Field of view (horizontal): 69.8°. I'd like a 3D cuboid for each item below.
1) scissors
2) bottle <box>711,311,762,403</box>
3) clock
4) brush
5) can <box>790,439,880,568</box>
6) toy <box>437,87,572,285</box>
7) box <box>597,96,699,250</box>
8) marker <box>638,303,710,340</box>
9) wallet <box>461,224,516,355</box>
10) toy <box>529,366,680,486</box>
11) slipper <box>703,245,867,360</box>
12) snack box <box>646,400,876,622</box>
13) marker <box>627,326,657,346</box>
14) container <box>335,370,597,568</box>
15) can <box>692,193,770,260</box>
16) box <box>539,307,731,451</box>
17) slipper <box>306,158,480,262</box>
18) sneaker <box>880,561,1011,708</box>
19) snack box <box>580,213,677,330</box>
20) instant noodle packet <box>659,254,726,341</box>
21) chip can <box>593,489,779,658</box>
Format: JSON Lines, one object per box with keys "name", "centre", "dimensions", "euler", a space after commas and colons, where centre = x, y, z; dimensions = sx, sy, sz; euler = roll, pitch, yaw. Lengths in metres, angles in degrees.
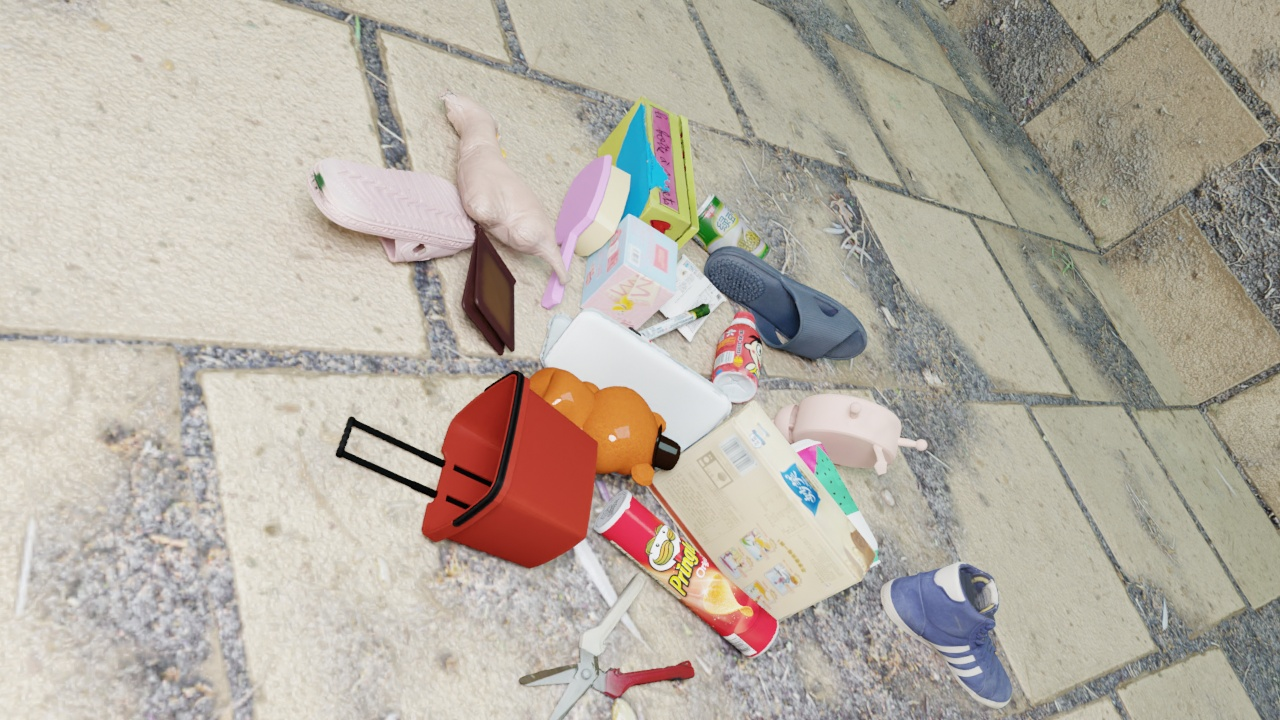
{"name": "scissors", "centre": [-0.024, 0.273, 0.857], "dimensions": [0.196, 0.015, 0.179], "euler": [27, 45, -25]}
{"name": "bottle", "centre": [0.129, -0.011, 1.201], "dimensions": [0.062, 0.062, 0.137], "euler": [34, 42, -18]}
{"name": "clock", "centre": [0.257, 0.101, 1.165], "dimensions": [0.131, 0.161, 0.086], "euler": [28, 74, -26]}
{"name": "brush", "centre": [-0.070, -0.150, 1.116], "dimensions": [0.043, 0.089, 0.228], "euler": [32, 53, -28]}
{"name": "can", "centre": [0.213, 0.182, 1.098], "dimensions": [0.088, 0.088, 0.165], "euler": [-8, 65, -47]}
{"name": "toy", "centre": [-0.163, -0.211, 1.077], "dimensions": [0.196, 0.065, 0.264], "euler": [43, 18, -34]}
{"name": "box", "centre": [0.007, -0.228, 1.217], "dimensions": [0.082, 0.125, 0.220], "euler": [19, 46, -29]}
{"name": "marker", "centre": [0.034, -0.043, 1.149], "dimensions": [0.146, 0.017, 0.017], "euler": [-24, 77, -38]}
{"name": "wallet", "centre": [-0.159, -0.075, 0.981], "dimensions": [0.091, 0.018, 0.115], "euler": [59, 21, -46]}
{"name": "toy", "centre": [-0.042, 0.068, 0.948], "dimensions": [0.176, 0.096, 0.111], "euler": [16, 42, 4]}
{"name": "slipper", "centre": [0.198, -0.059, 1.287], "dimensions": [0.263, 0.101, 0.082], "euler": [31, 49, -12]}
{"name": "snack box", "centre": [0.123, 0.167, 0.973], "dimensions": [0.207, 0.154, 0.055], "euler": [52, 38, 3]}
{"name": "marker", "centre": [0.035, 0.005, 1.120], "dimensions": [0.145, 0.019, 0.019], "euler": [36, 39, -30]}
{"name": "container", "centre": [-0.146, 0.087, 0.816], "dimensions": [0.200, 0.127, 0.147], "euler": [34, 40, -28]}
{"name": "can", "centre": [0.123, -0.178, 1.329], "dimensions": [0.121, 0.068, 0.067], "euler": [41, 39, -11]}
{"name": "box", "centre": [-0.002, 0.008, 1.026], "dimensions": [0.211, 0.106, 0.129], "euler": [30, 39, -22]}
{"name": "slipper", "centre": [-0.253, -0.147, 0.944], "dimensions": [0.094, 0.065, 0.239], "euler": [58, 22, 13]}
{"name": "sneaker", "centre": [0.428, 0.336, 1.152], "dimensions": [0.233, 0.119, 0.091], "euler": [42, 39, -9]}
{"name": "snack box", "centre": [-0.013, -0.103, 1.115], "dimensions": [0.079, 0.095, 0.092], "euler": [29, 42, -25]}
{"name": "instant noodle packet", "centre": [0.063, -0.086, 1.227], "dimensions": [0.087, 0.026, 0.133], "euler": [47, 39, -3]}
{"name": "chip can", "centre": [0.049, 0.220, 0.940], "dimensions": [0.214, 0.052, 0.051], "euler": [42, 39, -10]}
